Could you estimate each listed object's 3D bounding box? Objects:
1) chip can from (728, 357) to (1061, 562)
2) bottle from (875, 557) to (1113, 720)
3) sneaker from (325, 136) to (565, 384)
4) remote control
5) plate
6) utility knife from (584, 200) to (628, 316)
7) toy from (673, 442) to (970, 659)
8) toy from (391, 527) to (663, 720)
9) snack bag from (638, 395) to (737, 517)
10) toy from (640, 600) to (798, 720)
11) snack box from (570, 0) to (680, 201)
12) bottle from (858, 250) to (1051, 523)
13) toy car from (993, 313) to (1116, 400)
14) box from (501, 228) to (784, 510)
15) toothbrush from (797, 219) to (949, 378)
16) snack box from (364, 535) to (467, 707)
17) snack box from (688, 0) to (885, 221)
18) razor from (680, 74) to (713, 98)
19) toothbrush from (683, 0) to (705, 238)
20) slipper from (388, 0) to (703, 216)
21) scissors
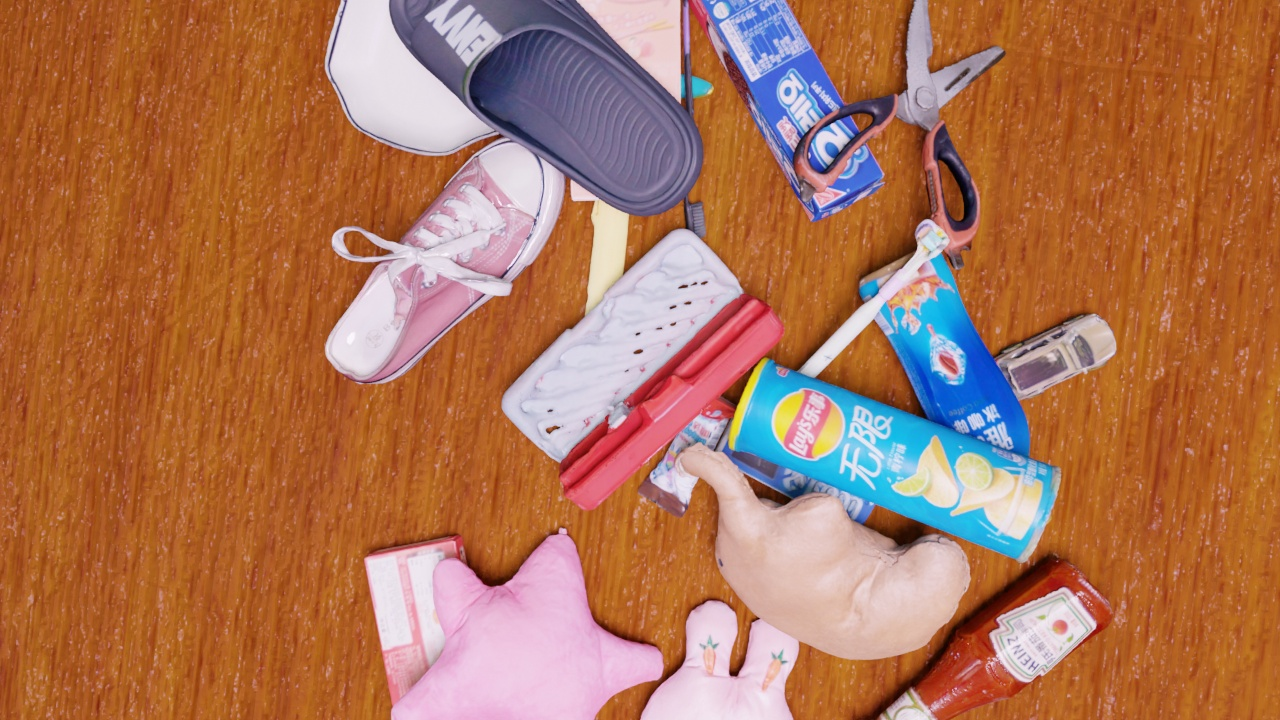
[{"bbox_3d":[0.171,0.067,0.636,0.210,0.071,0.071,21,92,16],"label":"chip can"},{"bbox_3d":[0.247,0.227,0.675,0.206,0.059,0.060,-39,87,3],"label":"bottle"},{"bbox_3d":[-0.151,-0.076,0.691,0.118,0.088,0.241,44,92,3],"label":"sneaker"},{"bbox_3d":[0.121,0.081,0.702,0.125,0.024,0.049,28,92,8],"label":"remote control"},{"bbox_3d":[-0.143,-0.289,0.717,0.162,0.034,0.265,18,92,5],"label":"plate"},{"bbox_3d":[-0.030,-0.056,0.717,0.031,0.019,0.178,7,87,9],"label":"utility knife"},{"bbox_3d":[0.116,0.141,0.658,0.226,0.082,0.144,24,124,-2],"label":"toy"},{"bbox_3d":[-0.073,0.216,0.691,0.194,0.075,0.178,22,71,-13],"label":"toy"},{"bbox_3d":[0.039,0.068,0.706,0.045,0.026,0.105,31,96,28],"label":"snack bag"},{"bbox_3d":[0.062,0.267,0.696,0.121,0.054,0.159,11,83,3],"label":"toy"},{"bbox_3d":[-0.011,-0.199,0.686,0.084,0.026,0.157,0,97,6],"label":"snack box"},{"bbox_3d":[0.237,0.024,0.672,0.065,0.065,0.218,-28,88,4],"label":"bottle"},{"bbox_3d":[0.310,-0.002,0.682,0.090,0.035,0.042,-25,89,2],"label":"toy car"},{"bbox_3d":[-0.003,0.005,0.671,0.201,0.094,0.100,-44,104,4],"label":"box"},{"bbox_3d":[0.149,-0.024,0.661,0.020,0.029,0.190,14,130,-32],"label":"toothbrush"},{"bbox_3d":[-0.165,0.220,0.725,0.075,0.025,0.153,-11,90,3],"label":"snack box"},{"bbox_3d":[0.106,-0.206,0.686,0.057,0.058,0.207,-29,88,3],"label":"snack box"},{"bbox_3d":[-0.009,-0.219,0.709,0.132,0.028,0.043,10,95,5],"label":"razor"},{"bbox_3d":[0.039,-0.183,0.694,0.016,0.014,0.189,-4,104,-7],"label":"toothbrush"},{"bbox_3d":[-0.072,-0.204,0.640,0.268,0.083,0.111,40,104,6],"label":"slipper"},{"bbox_3d":[0.193,-0.171,0.659,0.188,0.015,0.224,-1,78,-17],"label":"scissors"}]
